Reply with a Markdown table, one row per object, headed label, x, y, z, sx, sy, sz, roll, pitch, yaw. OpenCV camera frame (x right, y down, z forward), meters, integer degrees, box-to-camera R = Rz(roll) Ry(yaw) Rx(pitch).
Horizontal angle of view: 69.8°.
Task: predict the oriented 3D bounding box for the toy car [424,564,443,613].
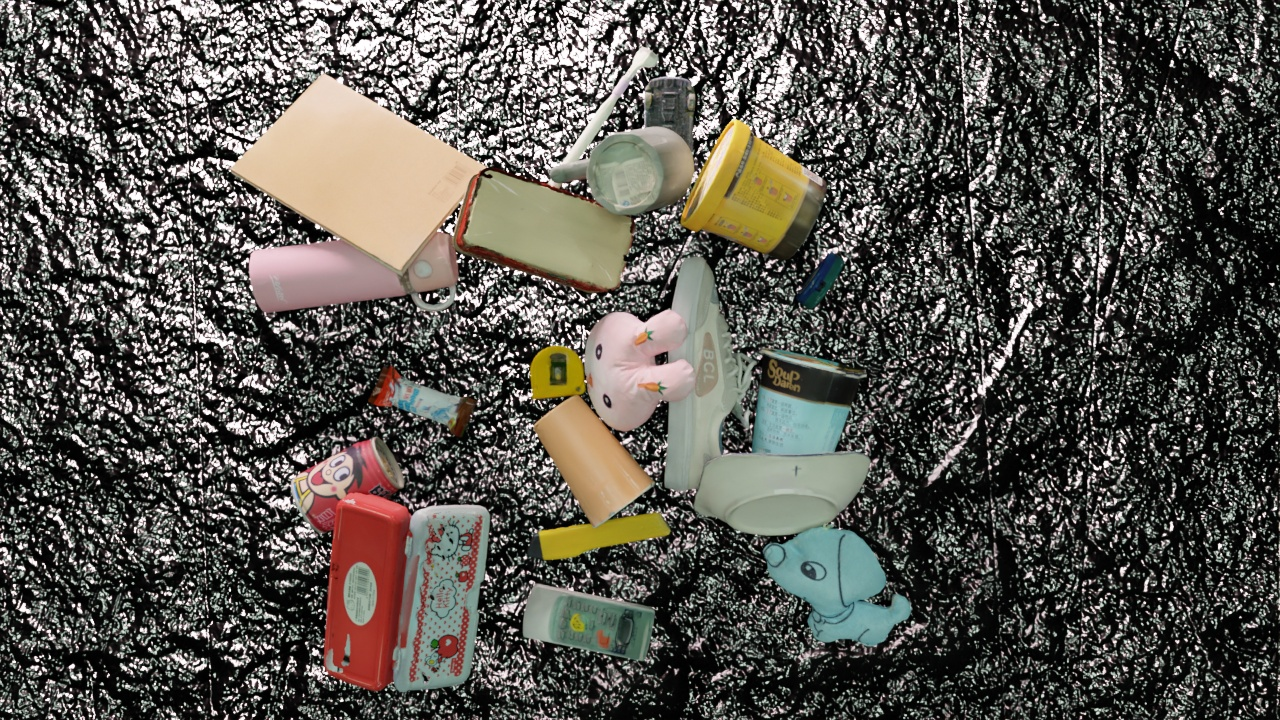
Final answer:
| label | x | y | z | sx | sy | sz | roll | pitch | yaw |
| --- | --- | --- | --- | --- | --- | --- | --- | --- | --- |
| toy car | -0.238 | 0.212 | 0.952 | 0.048 | 0.032 | 0.105 | -16 | 101 | 3 |

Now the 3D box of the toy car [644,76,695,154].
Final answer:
| label | x | y | z | sx | sy | sz | roll | pitch | yaw |
| --- | --- | --- | --- | --- | --- | --- | --- | --- | --- |
| toy car | 0.030 | -0.239 | 0.975 | 0.054 | 0.036 | 0.121 | 1 | 98 | -1 |

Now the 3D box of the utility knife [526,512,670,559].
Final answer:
| label | x | y | z | sx | sy | sz | roll | pitch | yaw |
| --- | --- | --- | --- | --- | --- | --- | --- | --- | --- |
| utility knife | -0.045 | 0.186 | 0.969 | 0.154 | 0.015 | 0.033 | -9 | 95 | -4 |

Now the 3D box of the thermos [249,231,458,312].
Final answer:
| label | x | y | z | sx | sy | sz | roll | pitch | yaw |
| --- | --- | --- | --- | --- | --- | --- | --- | --- | --- |
| thermos | -0.289 | -0.084 | 0.946 | 0.198 | 0.067 | 0.087 | -7 | 116 | -4 |

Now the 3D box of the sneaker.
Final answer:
| label | x | y | z | sx | sy | sz | roll | pitch | yaw |
| --- | --- | --- | --- | --- | --- | --- | --- | --- | --- |
| sneaker | 0.074 | 0.014 | 0.940 | 0.091 | 0.089 | 0.242 | 2 | 90 | 5 |

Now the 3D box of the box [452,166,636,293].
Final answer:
| label | x | y | z | sx | sy | sz | roll | pitch | yaw |
| --- | --- | --- | --- | --- | --- | --- | --- | --- | --- |
| box | -0.095 | -0.127 | 0.922 | 0.168 | 0.078 | 0.091 | 16 | 87 | -19 |

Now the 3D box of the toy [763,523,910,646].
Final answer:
| label | x | y | z | sx | sy | sz | roll | pitch | yaw |
| --- | --- | --- | --- | --- | --- | --- | --- | --- | --- |
| toy | 0.203 | 0.230 | 0.944 | 0.161 | 0.049 | 0.156 | 7 | 115 | 3 |

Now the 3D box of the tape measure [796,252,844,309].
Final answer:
| label | x | y | z | sx | sy | sz | roll | pitch | yaw |
| --- | --- | --- | --- | --- | --- | --- | --- | --- | --- |
| tape measure | 0.189 | -0.080 | 0.967 | 0.025 | 0.055 | 0.058 | 35 | 55 | 2 |

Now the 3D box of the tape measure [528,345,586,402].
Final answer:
| label | x | y | z | sx | sy | sz | roll | pitch | yaw |
| --- | --- | --- | --- | --- | --- | --- | --- | --- | --- |
| tape measure | -0.088 | 0.013 | 0.965 | 0.060 | 0.029 | 0.057 | -5 | 88 | -3 |

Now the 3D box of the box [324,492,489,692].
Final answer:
| label | x | y | z | sx | sy | sz | roll | pitch | yaw |
| --- | --- | --- | --- | --- | --- | --- | --- | --- | --- |
| box | -0.235 | 0.234 | 0.914 | 0.159 | 0.065 | 0.201 | 8 | 104 | -6 |

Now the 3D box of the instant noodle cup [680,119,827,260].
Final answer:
| label | x | y | z | sx | sy | sz | roll | pitch | yaw |
| --- | --- | --- | --- | --- | --- | --- | --- | --- | --- |
| instant noodle cup | 0.118 | -0.168 | 0.940 | 0.114 | 0.118 | 0.118 | 24 | 87 | -9 |

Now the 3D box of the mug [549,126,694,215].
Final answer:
| label | x | y | z | sx | sy | sz | roll | pitch | yaw |
| --- | --- | --- | --- | --- | --- | --- | --- | --- | --- |
| mug | -0.018 | -0.190 | 0.920 | 0.124 | 0.103 | 0.084 | 3 | 106 | 18 |

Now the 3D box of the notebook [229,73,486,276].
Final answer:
| label | x | y | z | sx | sy | sz | roll | pitch | yaw |
| --- | --- | --- | --- | --- | --- | --- | --- | --- | --- |
| notebook | -0.285 | -0.195 | 0.936 | 0.211 | 0.012 | 0.149 | 31 | 68 | 7 |

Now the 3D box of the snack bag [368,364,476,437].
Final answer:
| label | x | y | z | sx | sy | sz | roll | pitch | yaw |
| --- | --- | --- | --- | --- | --- | --- | --- | --- | --- |
| snack bag | -0.228 | 0.043 | 0.960 | 0.104 | 0.026 | 0.048 | 24 | 99 | -1 |

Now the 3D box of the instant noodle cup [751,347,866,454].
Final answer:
| label | x | y | z | sx | sy | sz | roll | pitch | yaw |
| --- | --- | --- | --- | --- | --- | --- | --- | --- | --- |
| instant noodle cup | 0.163 | 0.057 | 0.943 | 0.111 | 0.111 | 0.120 | 13 | 97 | -2 |

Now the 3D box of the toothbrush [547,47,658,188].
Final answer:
| label | x | y | z | sx | sy | sz | roll | pitch | yaw |
| --- | --- | --- | --- | --- | --- | --- | --- | --- | --- |
| toothbrush | -0.044 | -0.253 | 0.981 | 0.029 | 0.020 | 0.189 | 34 | 88 | 29 |

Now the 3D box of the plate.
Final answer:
| label | x | y | z | sx | sy | sz | roll | pitch | yaw |
| --- | --- | --- | --- | --- | --- | --- | --- | --- | --- |
| plate | 0.138 | 0.138 | 0.908 | 0.164 | 0.164 | 0.034 | 0 | 59 | -2 |

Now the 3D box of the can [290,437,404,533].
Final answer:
| label | x | y | z | sx | sy | sz | roll | pitch | yaw |
| --- | --- | --- | --- | --- | --- | --- | --- | --- | --- |
| can | -0.297 | 0.126 | 0.934 | 0.094 | 0.066 | 0.066 | -28 | 90 | -3 |

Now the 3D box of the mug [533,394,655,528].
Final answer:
| label | x | y | z | sx | sy | sz | roll | pitch | yaw |
| --- | --- | --- | --- | --- | --- | --- | --- | --- | --- |
| mug | -0.052 | 0.100 | 0.945 | 0.078 | 0.078 | 0.122 | -36 | 85 | -3 |

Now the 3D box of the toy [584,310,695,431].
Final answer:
| label | x | y | z | sx | sy | sz | roll | pitch | yaw |
| --- | --- | --- | --- | --- | --- | --- | --- | --- | --- |
| toy | -0.005 | 0.005 | 0.913 | 0.054 | 0.160 | 0.121 | -4 | 79 | -37 |

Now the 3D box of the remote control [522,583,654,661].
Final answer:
| label | x | y | z | sx | sy | sz | roll | pitch | yaw |
| --- | --- | --- | --- | --- | --- | --- | --- | --- | --- |
| remote control | -0.055 | 0.275 | 0.964 | 0.135 | 0.019 | 0.056 | 13 | 88 | -2 |
